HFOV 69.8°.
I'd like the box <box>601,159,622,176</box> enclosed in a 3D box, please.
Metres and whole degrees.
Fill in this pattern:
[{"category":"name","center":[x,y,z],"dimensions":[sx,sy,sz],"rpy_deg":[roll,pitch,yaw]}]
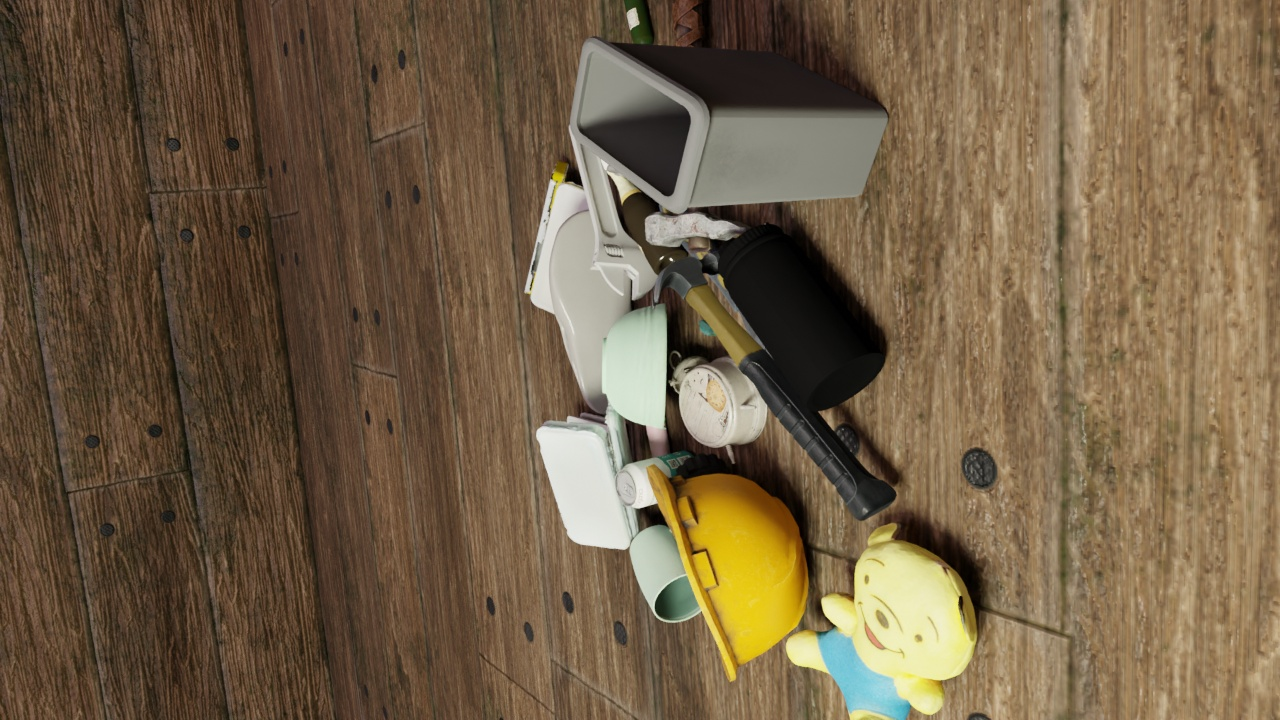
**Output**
[{"category":"box","center":[-0.012,-0.258,1.094],"dimensions":[0.093,0.083,0.166],"rpy_deg":[-26,79,46]}]

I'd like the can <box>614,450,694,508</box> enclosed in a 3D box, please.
[{"category":"can","center":[0.022,0.146,1.127],"dimensions":[0.055,0.101,0.055],"rpy_deg":[20,115,52]}]

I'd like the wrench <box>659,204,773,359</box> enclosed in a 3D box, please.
[{"category":"wrench","center":[0.094,-0.095,1.030],"dimensions":[0.273,0.022,0.074],"rpy_deg":[56,131,31]}]

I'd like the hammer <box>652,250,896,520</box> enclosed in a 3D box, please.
[{"category":"hammer","center":[0.127,0.018,0.914],"dimensions":[0.333,0.117,0.025],"rpy_deg":[53,141,24]}]

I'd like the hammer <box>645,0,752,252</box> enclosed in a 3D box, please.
[{"category":"hammer","center":[0.059,-0.279,1.006],"dimensions":[0.122,0.048,0.319],"rpy_deg":[-2,93,33]}]

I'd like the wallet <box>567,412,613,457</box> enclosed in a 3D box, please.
[{"category":"wallet","center":[-0.060,0.139,1.306],"dimensions":[0.119,0.037,0.115],"rpy_deg":[10,106,51]}]

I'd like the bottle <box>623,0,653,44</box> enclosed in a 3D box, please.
[{"category":"bottle","center":[0.001,-0.390,1.087],"dimensions":[0.025,0.025,0.106],"rpy_deg":[-18,83,56]}]

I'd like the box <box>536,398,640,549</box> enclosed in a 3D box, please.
[{"category":"box","center":[-0.044,0.133,1.192],"dimensions":[0.106,0.126,0.215],"rpy_deg":[7,130,23]}]

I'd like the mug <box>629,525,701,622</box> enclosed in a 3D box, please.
[{"category":"mug","center":[0.043,0.252,1.156],"dimensions":[0.111,0.084,0.104],"rpy_deg":[-52,37,14]}]

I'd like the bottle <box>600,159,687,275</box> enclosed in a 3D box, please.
[{"category":"bottle","center":[-0.003,-0.187,1.128],"dimensions":[0.184,0.045,0.046],"rpy_deg":[61,142,26]}]

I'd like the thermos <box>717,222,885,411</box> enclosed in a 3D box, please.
[{"category":"thermos","center":[0.147,-0.054,0.906],"dimensions":[0.198,0.086,0.086],"rpy_deg":[59,141,28]}]

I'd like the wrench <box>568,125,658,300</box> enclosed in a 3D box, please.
[{"category":"wrench","center":[-0.040,-0.200,1.173],"dimensions":[0.018,0.086,0.273],"rpy_deg":[-46,51,51]}]

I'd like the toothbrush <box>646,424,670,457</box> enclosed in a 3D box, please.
[{"category":"toothbrush","center":[0.022,0.097,1.182],"dimensions":[0.027,0.027,0.222],"rpy_deg":[-10,90,29]}]

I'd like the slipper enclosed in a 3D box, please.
[{"category":"slipper","center":[-0.065,-0.062,1.214],"dimensions":[0.081,0.112,0.266],"rpy_deg":[8,110,67]}]

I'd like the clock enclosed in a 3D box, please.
[{"category":"clock","center":[0.076,0.038,1.057],"dimensions":[0.157,0.061,0.104],"rpy_deg":[45,132,38]}]

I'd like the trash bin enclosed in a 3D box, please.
[{"category":"trash bin","center":[0.079,-0.220,0.844],"dimensions":[0.192,0.219,0.098],"rpy_deg":[45,133,41]}]

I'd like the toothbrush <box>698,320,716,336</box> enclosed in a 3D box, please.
[{"category":"toothbrush","center":[0.125,0.002,1.016],"dimensions":[0.190,0.017,0.016],"rpy_deg":[42,130,42]}]

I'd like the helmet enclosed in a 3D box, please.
[{"category":"helmet","center":[0.107,0.203,0.988],"dimensions":[0.255,0.131,0.205],"rpy_deg":[-113,3,-53]}]

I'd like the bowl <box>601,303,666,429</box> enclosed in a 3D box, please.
[{"category":"bowl","center":[-0.007,0.006,1.097],"dimensions":[0.151,0.077,0.151],"rpy_deg":[30,-119,-90]}]

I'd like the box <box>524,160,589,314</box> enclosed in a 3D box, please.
[{"category":"box","center":[-0.121,-0.170,1.305],"dimensions":[0.117,0.057,0.210],"rpy_deg":[50,135,34]}]

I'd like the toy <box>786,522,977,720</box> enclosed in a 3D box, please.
[{"category":"toy","center":[0.236,0.255,0.861],"dimensions":[0.149,0.083,0.214],"rpy_deg":[49,133,37]}]
